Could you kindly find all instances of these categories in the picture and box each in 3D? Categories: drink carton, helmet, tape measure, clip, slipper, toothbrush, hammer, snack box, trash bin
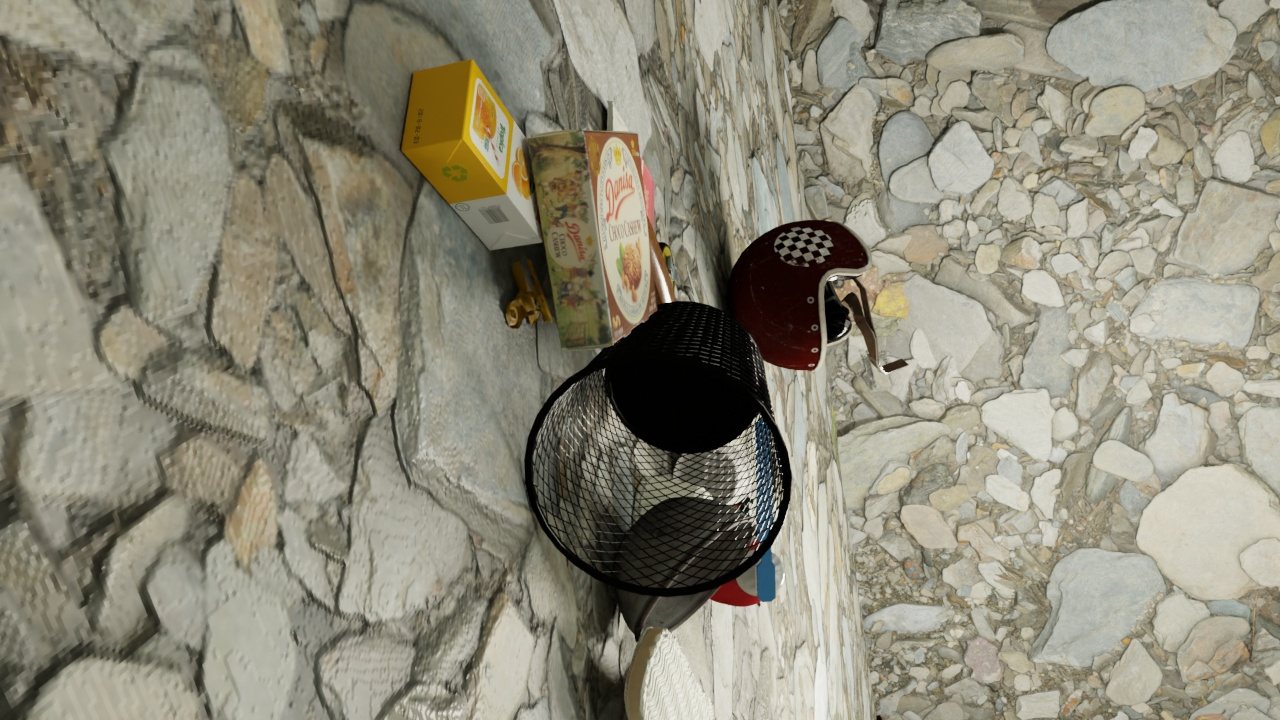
[{"bbox_3d":[-0.100,-0.125,0.588,0.122,0.040,0.058,53,35,-60],"label":"drink carton"},{"bbox_3d":[0.264,-0.095,1.419,0.234,0.253,0.233,85,-17,-59],"label":"helmet"},{"bbox_3d":[0.019,-0.091,0.940,0.061,0.034,0.061,45,42,-64],"label":"tape measure"},{"bbox_3d":[-0.074,-0.042,0.660,0.046,0.037,0.053,-84,162,-57],"label":"clip"},{"bbox_3d":[0.023,0.322,0.810,0.273,0.054,0.114,73,24,-47],"label":"slipper"},{"bbox_3d":[0.111,0.134,0.825,0.014,0.016,0.166,-165,-107,-82],"label":"toothbrush"},{"bbox_3d":[0.023,-0.062,0.876,0.115,0.033,0.323,-64,153,-26],"label":"hammer"},{"bbox_3d":[-0.029,-0.093,0.671,0.143,0.041,0.147,-42,126,-71],"label":"snack box"},{"bbox_3d":[0.025,0.049,0.726,0.209,0.184,0.184,-66,146,-69],"label":"trash bin"}]

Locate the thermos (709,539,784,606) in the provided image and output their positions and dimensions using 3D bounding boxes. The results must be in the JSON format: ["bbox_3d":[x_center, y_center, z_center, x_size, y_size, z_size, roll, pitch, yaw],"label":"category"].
[{"bbox_3d":[0.105,0.220,0.955,0.240,0.073,0.073,110,-22,-77],"label":"thermos"}]

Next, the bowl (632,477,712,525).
[{"bbox_3d":[0.039,0.170,0.906,0.115,0.062,0.115,-6,90,-73],"label":"bowl"}]

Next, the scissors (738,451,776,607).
[{"bbox_3d":[0.139,0.184,1.078,0.180,0.015,0.205,107,-18,-58],"label":"scissors"}]

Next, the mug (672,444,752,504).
[{"bbox_3d":[0.075,0.117,1.053,0.110,0.074,0.090,61,13,13],"label":"mug"}]

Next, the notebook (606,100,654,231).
[{"bbox_3d":[-0.011,-0.134,0.939,0.153,0.012,0.208,51,37,-62],"label":"notebook"}]

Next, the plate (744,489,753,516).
[{"bbox_3d":[0.136,0.210,1.215,0.134,0.011,0.134,-179,-87,-86],"label":"plate"}]

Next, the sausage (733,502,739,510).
[{"bbox_3d":[0.112,0.196,1.178,0.044,0.039,0.164,74,16,-62],"label":"sausage"}]

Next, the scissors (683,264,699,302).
[{"bbox_3d":[0.084,-0.029,1.114,0.186,0.015,0.179,-21,104,-72],"label":"scissors"}]

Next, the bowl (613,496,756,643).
[{"bbox_3d":[0.028,0.171,0.800,0.144,0.067,0.145,-37,152,-24],"label":"bowl"}]
